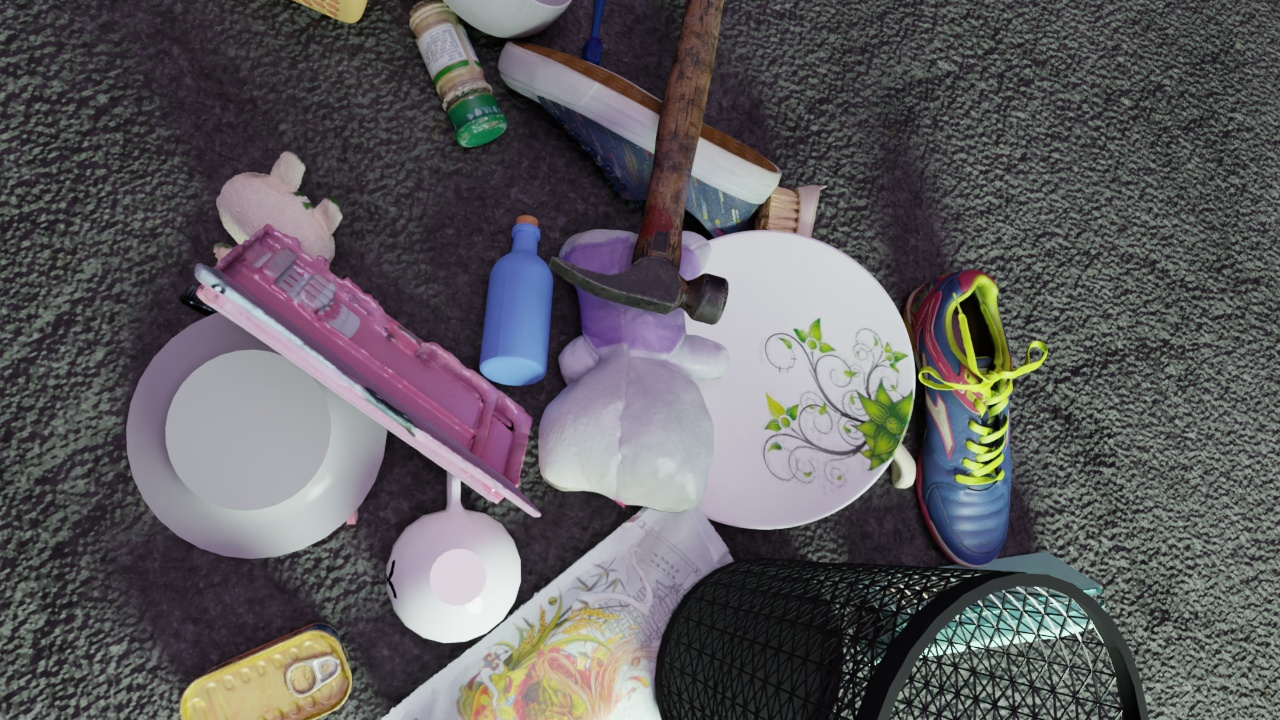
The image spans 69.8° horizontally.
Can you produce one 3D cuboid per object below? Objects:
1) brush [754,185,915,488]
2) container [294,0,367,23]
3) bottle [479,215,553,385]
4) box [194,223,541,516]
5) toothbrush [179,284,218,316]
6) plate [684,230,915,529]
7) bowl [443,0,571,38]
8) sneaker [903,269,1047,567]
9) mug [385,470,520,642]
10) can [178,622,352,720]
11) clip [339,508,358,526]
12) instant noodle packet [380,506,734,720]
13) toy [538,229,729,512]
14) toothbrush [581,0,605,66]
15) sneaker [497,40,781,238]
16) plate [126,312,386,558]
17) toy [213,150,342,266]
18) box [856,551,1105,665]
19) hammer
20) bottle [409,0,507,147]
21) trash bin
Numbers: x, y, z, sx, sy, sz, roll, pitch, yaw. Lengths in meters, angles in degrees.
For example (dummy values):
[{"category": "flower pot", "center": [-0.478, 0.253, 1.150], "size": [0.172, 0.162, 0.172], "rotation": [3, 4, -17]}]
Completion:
[{"category": "brush", "center": [0.161, -0.019, 0.747], "size": [0.077, 0.062, 0.272], "rotation": [-23, 93, 10]}, {"category": "container", "center": [-0.218, -0.356, 0.636], "size": [0.129, 0.167, 0.183], "rotation": [21, 77, -11]}, {"category": "bottle", "center": [-0.089, -0.049, 0.681], "size": [0.048, 0.048, 0.131], "rotation": [9, 63, -14]}, {"category": "box", "center": [-0.167, 0.013, 0.575], "size": [0.233, 0.180, 0.055], "rotation": [39, 96, -16]}, {"category": "toothbrush", "center": [-0.234, -0.012, 0.657], "size": [0.188, 0.014, 0.017], "rotation": [22, 68, -11]}, {"category": "plate", "center": [0.094, 0.015, 0.717], "size": [0.229, 0.030, 0.229], "rotation": [0, 88, 5]}, {"category": "bowl", "center": [-0.118, -0.300, 0.691], "size": [0.131, 0.065, 0.131], "rotation": [33, 41, -34]}, {"category": "sneaker", "center": [0.266, 0.046, 0.742], "size": [0.116, 0.091, 0.241], "rotation": [-4, 83, -18]}, {"category": "mug", "center": [-0.128, 0.129, 0.630], "size": [0.090, 0.076, 0.123], "rotation": [0, 81, -15]}, {"category": "can", "center": [-0.239, 0.212, 0.596], "size": [0.099, 0.059, 0.054], "rotation": [-21, 87, -17]}, {"category": "clip", "center": [-0.215, 0.088, 0.642], "size": [0.035, 0.022, 0.057], "rotation": [-6, 84, -20]}, {"category": "instant noodle packet", "center": [-0.033, 0.221, 0.652], "size": [0.268, 0.057, 0.147], "rotation": [-35, 99, -19]}, {"category": "toy", "center": [-0.004, 0.004, 0.667], "size": [0.138, 0.085, 0.209], "rotation": [1, 81, 5]}, {"category": "toothbrush", "center": [-0.028, -0.328, 0.761], "size": [0.016, 0.017, 0.189], "rotation": [11, 78, -14]}, {"category": "sneaker", "center": [-0.011, -0.167, 0.711], "size": [0.235, 0.087, 0.079], "rotation": [28, 114, -1]}, {"category": "plate", "center": [-0.262, 0.047, 0.620], "size": [0.173, 0.019, 0.172], "rotation": [0, 85, -5]}, {"category": "toy", "center": [-0.258, -0.091, 0.644], "size": [0.087, 0.050, 0.112], "rotation": [39, 106, -10]}, {"category": "box", "center": [0.269, 0.188, 0.735], "size": [0.188, 0.078, 0.079], "rotation": [-4, 66, -14]}, {"category": "hammer", "center": [0.025, -0.194, 0.654], "size": [0.120, 0.033, 0.329], "rotation": [13, 75, -10]}, {"category": "bottle", "center": [-0.141, -0.220, 0.700], "size": [0.042, 0.043, 0.110], "rotation": [-23, 87, -17]}, {"category": "trash bin", "center": [0.139, 0.225, 0.581], "size": [0.216, 0.244, 0.217], "rotation": [1, 87, -28]}]
